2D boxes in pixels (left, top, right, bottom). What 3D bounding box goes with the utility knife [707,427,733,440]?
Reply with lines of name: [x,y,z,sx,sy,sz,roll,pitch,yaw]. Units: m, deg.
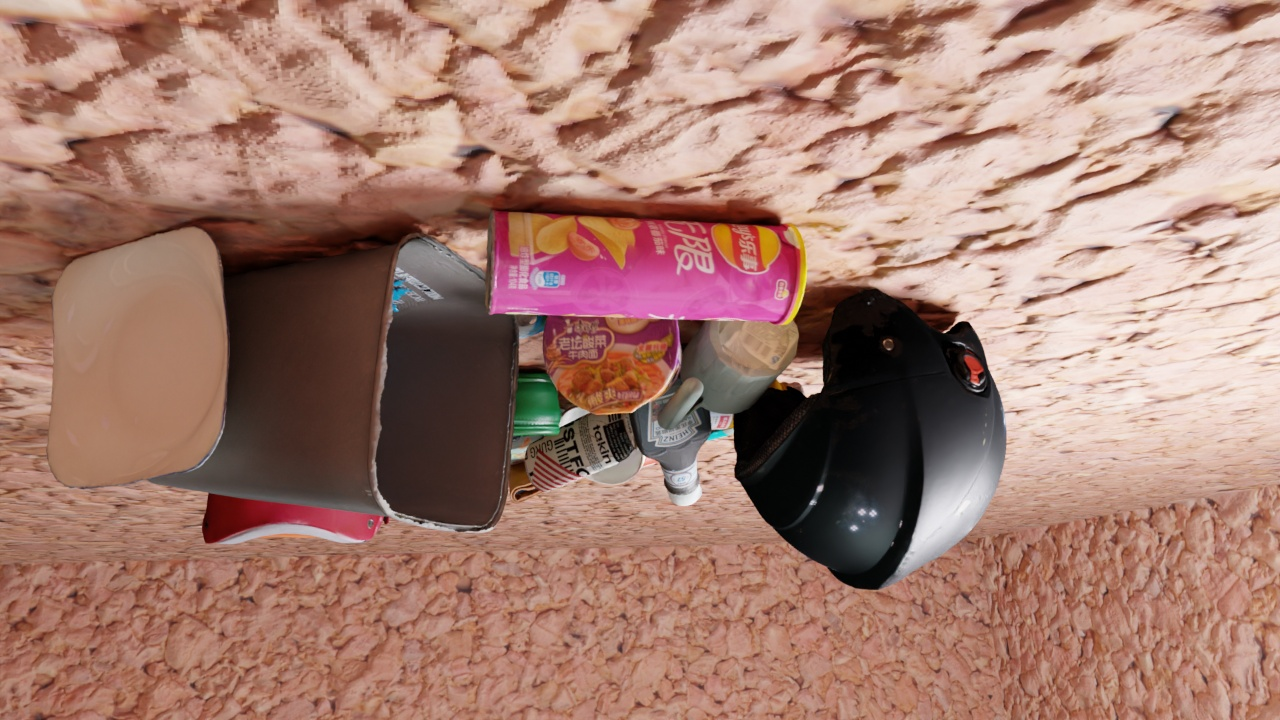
utility knife: [0.050,0.124,1.359,0.222,0.013,0.029,-19,159,36]

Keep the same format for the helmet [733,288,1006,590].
helmet: [0.221,0.074,0.852,0.274,0.230,0.234,-24,166,-27]

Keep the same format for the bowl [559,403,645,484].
bowl: [-0.038,0.085,1.092,0.114,0.113,0.062,-14,-158,32]

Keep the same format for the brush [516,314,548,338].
brush: [-0.221,0.002,0.840,0.315,0.060,0.109,-8,160,6]

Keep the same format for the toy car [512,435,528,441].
toy car: [-0.185,0.069,1.074,0.120,0.045,0.053,5,165,-8]

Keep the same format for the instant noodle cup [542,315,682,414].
instant noodle cup: [-0.015,-0.009,0.756,0.112,0.111,0.099,-6,172,10]

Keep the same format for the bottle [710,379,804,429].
bottle: [0.083,0.040,0.988,0.189,0.068,0.068,1,163,-14]

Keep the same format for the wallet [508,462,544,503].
wallet: [-0.117,0.136,1.205,0.119,0.035,0.130,-25,-165,-3]

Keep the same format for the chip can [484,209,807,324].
chip can: [0.002,-0.062,0.624,0.210,0.071,0.071,1,163,-13]

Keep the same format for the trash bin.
trash bin: [-0.229,0.023,0.689,0.220,0.198,0.199,-1,166,17]

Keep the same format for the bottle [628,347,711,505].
bottle: [0.033,0.075,0.930,0.080,0.044,0.195,-17,133,-6]

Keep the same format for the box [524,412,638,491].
box: [-0.059,0.093,1.045,0.164,0.075,0.081,-29,171,37]

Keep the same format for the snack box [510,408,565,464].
snack box: [-0.163,0.100,1.169,0.175,0.051,0.074,-16,161,35]

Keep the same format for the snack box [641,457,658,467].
snack box: [-0.014,0.108,1.192,0.080,0.082,0.091,-8,170,-36]

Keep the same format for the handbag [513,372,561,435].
handbag: [-0.152,0.055,0.991,0.131,0.068,0.120,-3,169,-5]

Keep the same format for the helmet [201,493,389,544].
helmet: [-0.413,0.142,1.121,0.207,0.144,0.240,1,177,-12]

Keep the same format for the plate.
plate: [-0.329,0.001,0.615,0.164,0.164,0.034,-9,168,22]

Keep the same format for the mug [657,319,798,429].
mug: [0.072,0.006,0.804,0.123,0.083,0.104,-40,173,-20]
